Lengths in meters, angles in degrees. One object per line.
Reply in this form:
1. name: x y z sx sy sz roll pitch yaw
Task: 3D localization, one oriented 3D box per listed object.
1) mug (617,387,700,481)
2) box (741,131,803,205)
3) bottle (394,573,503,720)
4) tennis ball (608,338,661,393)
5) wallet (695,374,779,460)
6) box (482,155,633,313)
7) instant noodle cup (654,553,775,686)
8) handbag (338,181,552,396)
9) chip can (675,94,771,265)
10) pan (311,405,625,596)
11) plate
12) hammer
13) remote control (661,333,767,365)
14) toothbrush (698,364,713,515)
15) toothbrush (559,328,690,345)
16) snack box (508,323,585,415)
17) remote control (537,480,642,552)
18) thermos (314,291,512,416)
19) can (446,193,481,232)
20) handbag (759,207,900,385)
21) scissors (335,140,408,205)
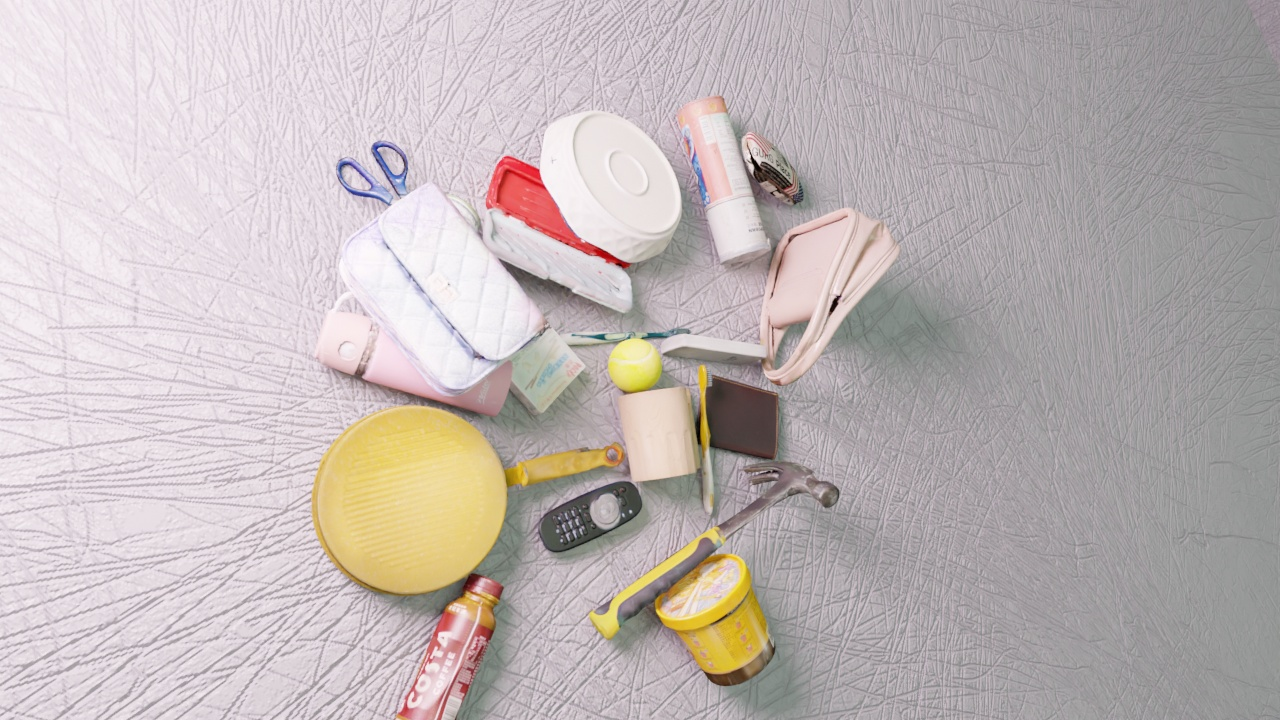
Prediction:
1. mug: 0.031 0.088 1.117 0.124 0.084 0.103 -1 81 -58
2. box: 0.180 -0.261 1.262 0.164 0.052 0.068 23 65 -53
3. bottle: -0.193 0.308 0.944 0.057 0.058 0.174 32 66 -21
4. tennis ball: -0.007 0.006 1.111 0.065 0.066 0.065 7 77 -30
5. wallet: 0.129 0.074 1.206 0.122 0.020 0.096 15 69 -27
6. box: -0.092 -0.146 1.097 0.201 0.058 0.160 22 54 -26
7. instant noodle cup: 0.095 0.309 1.084 0.118 0.119 0.114 -38 107 -31
8. handbag: -0.198 -0.068 0.922 0.134 0.076 0.194 -42 98 -23
9. chip can: 0.110 -0.240 1.226 0.071 0.071 0.214 -15 88 -32
10. pan: -0.169 0.133 0.994 0.356 0.078 0.197 -10 85 -23
11. plate: -0.027 -0.219 1.121 0.204 0.046 0.204 23 52 -33
12. hammer: 0.078 0.220 1.094 0.322 0.126 0.032 -33 118 -17
13. remote control: 0.094 -0.014 1.180 0.135 0.056 0.019 7 76 -29
14. toothbrush: 0.085 0.100 1.157 0.018 0.016 0.191 -5 94 -33
15. toothbrush: -0.017 -0.031 1.140 0.191 0.018 0.016 -4 81 -31
16. snack box: -0.143 -0.022 1.058 0.157 0.027 0.084 50 60 -13
17. remote control: -0.060 0.181 1.067 0.136 0.024 0.053 -20 84 -30
18. thermos: -0.234 -0.007 0.968 0.198 0.067 0.087 20 100 -20
19. can: -0.237 -0.114 1.003 0.058 0.058 0.146 42 62 -17
20. handbag: 0.223 -0.074 1.201 0.093 0.194 0.233 31 74 -15
21. scissors: -0.266 -0.166 0.985 0.132 0.012 0.172 -6 65 -12
